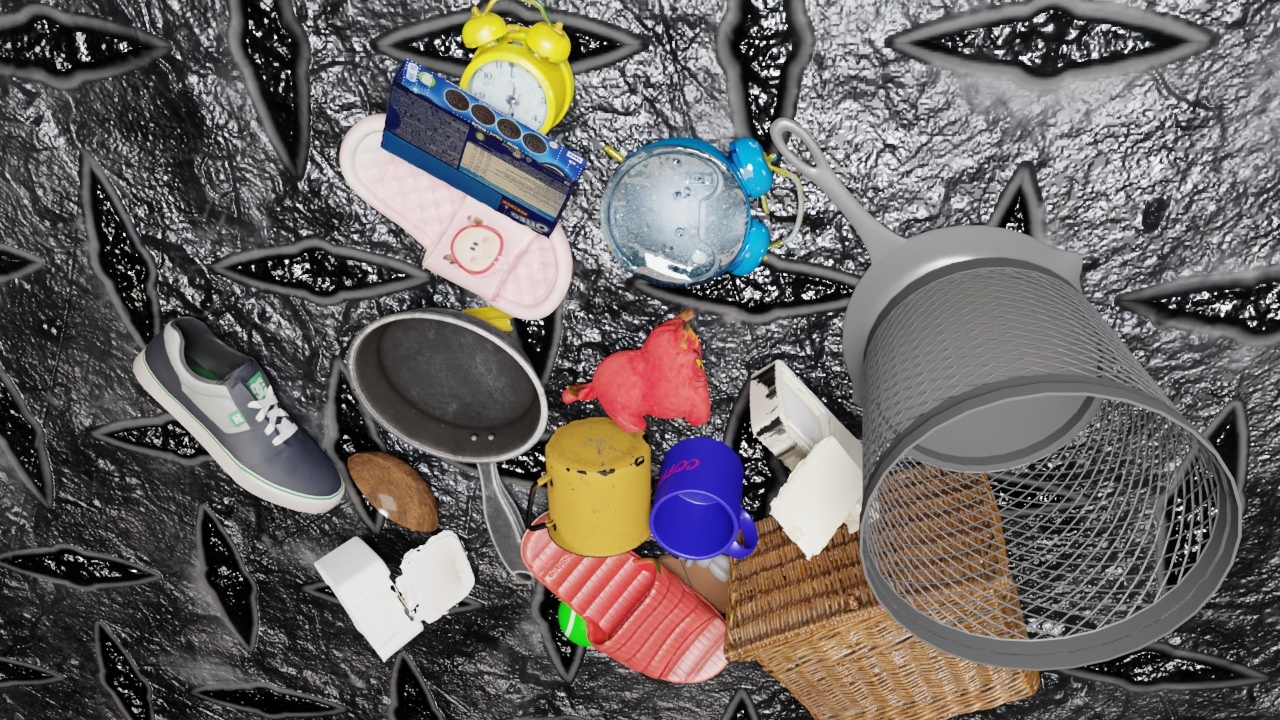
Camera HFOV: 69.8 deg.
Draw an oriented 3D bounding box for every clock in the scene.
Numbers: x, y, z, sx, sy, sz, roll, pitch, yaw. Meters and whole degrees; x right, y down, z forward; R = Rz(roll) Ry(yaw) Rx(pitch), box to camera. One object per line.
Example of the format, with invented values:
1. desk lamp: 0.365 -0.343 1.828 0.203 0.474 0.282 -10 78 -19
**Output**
1. clock: 0.048 -0.119 0.726 0.161 0.060 0.117 5 119 6
2. clock: -0.094 -0.218 0.696 0.083 0.057 0.119 11 127 4

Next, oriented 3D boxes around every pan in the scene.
1. pan: -0.155 0.089 0.887 0.187 0.055 0.357 -3 131 17
2. pan: 0.225 -0.060 0.747 0.217 0.024 0.354 -38 106 26

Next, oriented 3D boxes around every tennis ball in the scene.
1. tennis ball: -0.053 0.265 0.958 0.065 0.065 0.065 5 120 8

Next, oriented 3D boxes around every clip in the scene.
1. clip: -0.136 -0.024 0.831 0.054 0.044 0.049 -5 93 11

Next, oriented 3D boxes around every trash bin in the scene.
1. trash bin: 0.263 0.057 0.659 0.218 0.226 0.218 4 120 7

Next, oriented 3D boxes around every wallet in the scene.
1. wallet: 0.044 0.237 0.954 0.121 0.013 0.087 -15 116 16

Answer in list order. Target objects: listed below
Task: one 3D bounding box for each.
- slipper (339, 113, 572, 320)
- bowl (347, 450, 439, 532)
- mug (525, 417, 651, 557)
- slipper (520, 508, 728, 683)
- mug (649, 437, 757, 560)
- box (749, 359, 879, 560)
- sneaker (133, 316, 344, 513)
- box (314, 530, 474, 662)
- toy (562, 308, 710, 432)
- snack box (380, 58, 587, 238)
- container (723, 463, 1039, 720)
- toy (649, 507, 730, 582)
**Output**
1. slipper: -0.152 -0.119 0.765 0.221 0.055 0.107 38 117 -10
2. bowl: -0.244 0.126 0.929 0.102 0.026 0.114 6 133 30
3. mug: -0.049 0.116 0.845 0.123 0.100 0.094 -14 120 -24
4. slipper: -0.010 0.240 0.900 0.248 0.059 0.103 38 86 -11
5. mug: 0.065 0.137 0.853 0.111 0.083 0.079 40 118 -13
6. box: 0.161 0.087 0.746 0.070 0.186 0.143 -36 114 25
7. sneaker: -0.374 0.053 0.889 0.235 0.084 0.079 44 117 -11
8. box: -0.252 0.230 0.980 0.121 0.136 0.109 13 135 54
9. toy: -0.005 0.005 0.791 0.133 0.088 0.094 -8 119 -9
10. snack box: -0.121 -0.156 0.694 0.150 0.027 0.082 29 149 -8
11. container: 0.229 0.229 0.836 0.250 0.161 0.183 -24 116 22
12. toy: 0.043 0.183 0.909 0.112 0.030 0.049 29 132 4
